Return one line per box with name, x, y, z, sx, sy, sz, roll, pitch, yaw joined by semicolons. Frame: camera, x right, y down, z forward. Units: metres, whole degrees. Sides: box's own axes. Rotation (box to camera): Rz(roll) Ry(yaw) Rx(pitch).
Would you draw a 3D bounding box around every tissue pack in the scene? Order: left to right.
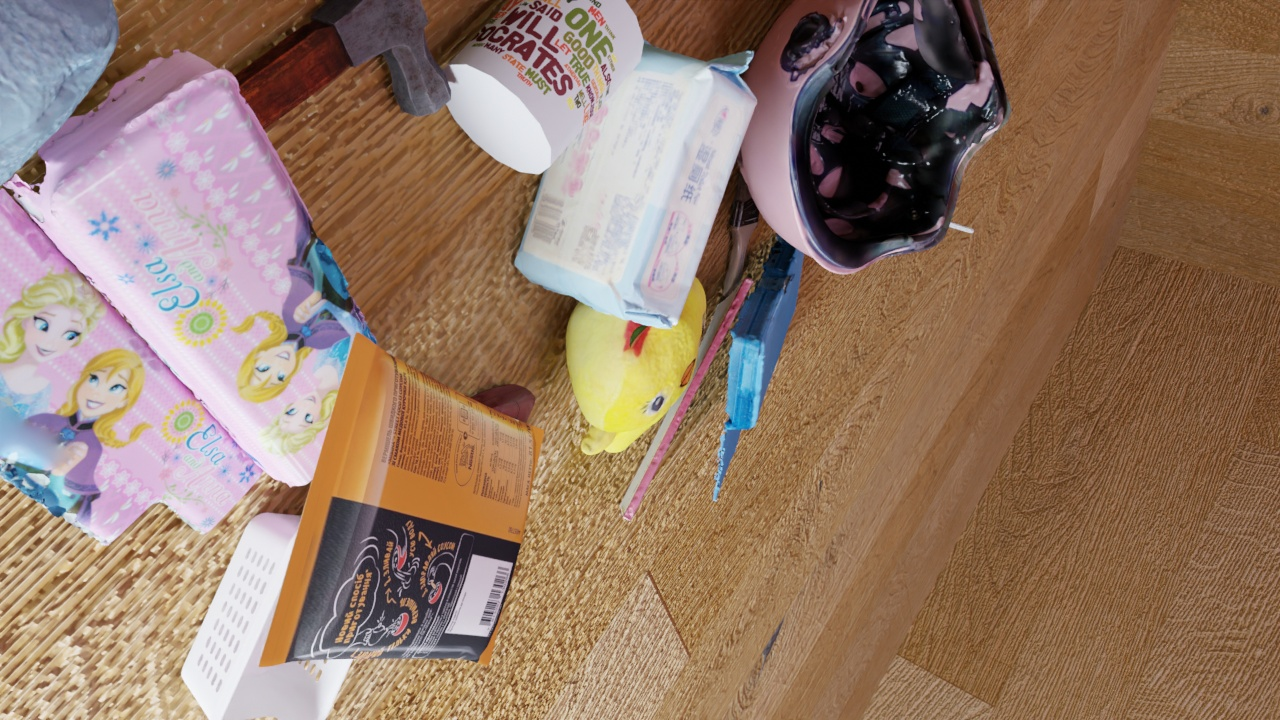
tissue pack;-0.003;-0.117;0.580;0.070;0.112;0.182;12;101;-50

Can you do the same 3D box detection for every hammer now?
hammer;-0.202;-0.078;0.380;0.299;0.028;0.111;-49;147;-26

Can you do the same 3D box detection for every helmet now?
helmet;0.169;-0.201;0.746;0.230;0.153;0.255;34;85;-48

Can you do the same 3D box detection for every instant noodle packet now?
instant noodle packet;-0.120;0.093;0.531;0.220;0.032;0.159;42;58;-64

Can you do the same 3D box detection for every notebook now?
notebook;0.034;0.035;0.774;0.208;0.012;0.153;-63;180;-5

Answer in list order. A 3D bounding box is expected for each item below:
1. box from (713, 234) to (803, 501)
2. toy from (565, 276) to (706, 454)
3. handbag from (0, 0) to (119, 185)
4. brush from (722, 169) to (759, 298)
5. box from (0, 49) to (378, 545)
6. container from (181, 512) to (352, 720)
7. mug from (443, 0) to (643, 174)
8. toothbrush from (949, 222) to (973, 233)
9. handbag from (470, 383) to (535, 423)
box;0.112;0.001;0.852;0.230;0.033;0.175;-60;158;-55
toy;-0.004;0.004;0.696;0.133;0.092;0.208;-53;158;-26
handbag;-0.234;-0.066;0.233;0.122;0.119;0.191;47;70;-26
brush;0.093;-0.126;0.826;0.038;0.012;0.151;-23;129;-49
box;-0.200;0.002;0.400;0.159;0.035;0.231;-47;155;-23
container;-0.199;0.144;0.515;0.080;0.049;0.129;25;89;-60
mug;-0.055;-0.157;0.522;0.089;0.073;0.105;-54;173;-20
toothbrush;0.215;-0.147;0.835;0.010;0.182;0.010;-58;154;-20
handbag;-0.108;0.076;0.642;0.055;0.029;0.120;-20;133;-54
